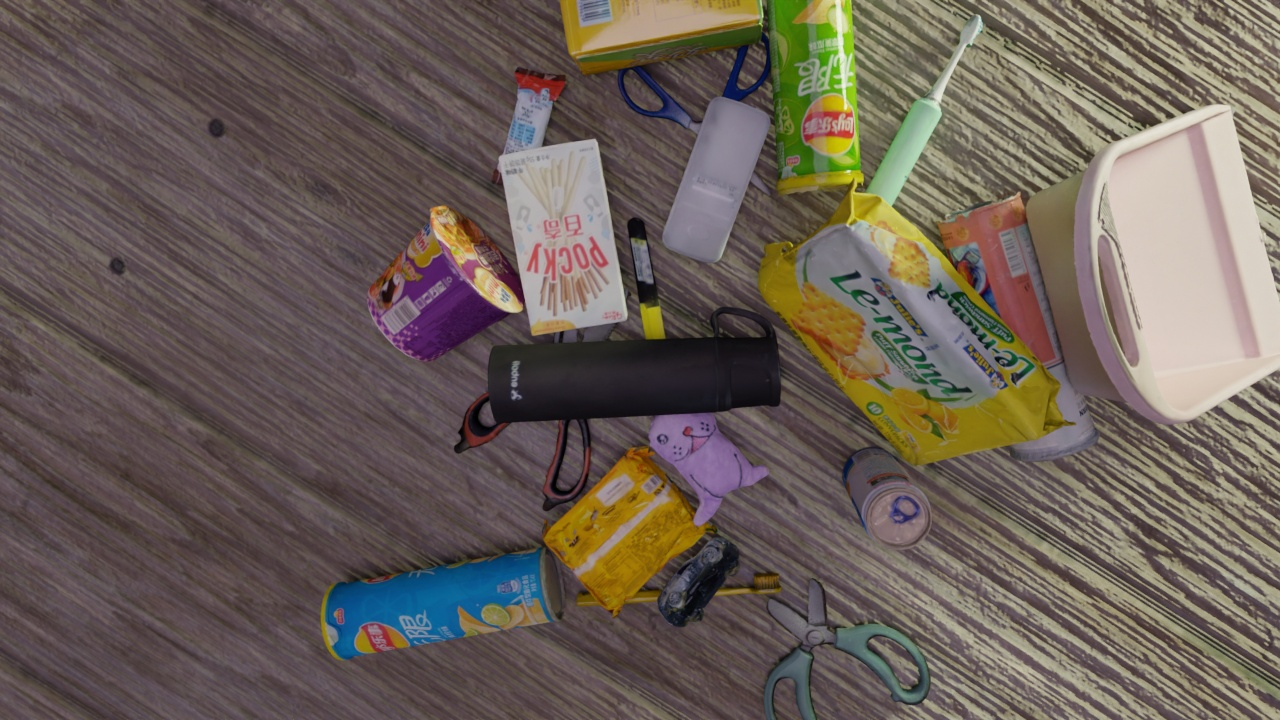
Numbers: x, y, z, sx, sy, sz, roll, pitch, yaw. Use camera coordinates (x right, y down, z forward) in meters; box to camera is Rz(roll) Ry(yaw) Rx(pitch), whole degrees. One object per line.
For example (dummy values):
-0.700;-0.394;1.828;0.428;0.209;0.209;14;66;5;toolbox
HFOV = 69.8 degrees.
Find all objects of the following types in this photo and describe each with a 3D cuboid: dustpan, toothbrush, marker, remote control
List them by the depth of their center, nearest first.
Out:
0.408;-0.067;0.676;0.273;0.139;0.222;-20;93;-8;dustpan
0.226;-0.184;0.770;0.026;0.027;0.225;33;101;33;toothbrush
0.064;-0.153;0.783;0.056;0.020;0.136;19;103;-1;remote control
0.005;-0.065;0.813;0.018;0.015;0.124;-10;96;5;marker
0.035;0.213;0.850;0.190;0.015;0.016;-6;92;6;toothbrush

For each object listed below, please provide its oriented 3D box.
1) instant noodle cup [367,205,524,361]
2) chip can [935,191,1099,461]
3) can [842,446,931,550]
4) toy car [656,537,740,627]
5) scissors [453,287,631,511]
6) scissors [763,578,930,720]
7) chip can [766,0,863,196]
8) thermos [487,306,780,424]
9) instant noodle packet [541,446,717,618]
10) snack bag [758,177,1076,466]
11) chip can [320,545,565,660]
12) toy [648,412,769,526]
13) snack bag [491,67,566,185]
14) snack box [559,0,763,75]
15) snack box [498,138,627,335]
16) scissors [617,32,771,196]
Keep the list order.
-0.171;-0.059;0.788;0.099;0.111;0.111;-37;94;18;instant noodle cup
0.313;-0.028;0.762;0.071;0.071;0.215;-19;96;7;chip can
0.202;0.112;0.760;0.053;0.134;0.053;1;98;5;can
0.052;0.197;0.822;0.090;0.034;0.043;-51;131;-2;toy car
-0.080;0.030;0.833;0.226;0.015;0.189;-29;95;9;scissors
0.170;0.294;0.849;0.170;0.019;0.181;33;101;-2;scissors
0.139;-0.249;0.745;0.072;0.072;0.221;-5;98;5;chip can
-0.005;0.005;0.789;0.242;0.068;0.090;-4;73;3;thermos
-0.011;0.151;0.829;0.128;0.044;0.111;-41;92;4;instant noodle packet
0.210;-0.022;0.738;0.246;0.158;0.068;47;66;-3;snack bag
-0.179;0.221;0.841;0.210;0.071;0.071;-12;97;7;chip can
0.050;0.083;0.814;0.083;0.039;0.108;-38;90;-14;toy
-0.098;-0.200;0.796;0.048;0.026;0.104;13;100;5;snack bag
0.007;-0.351;0.738;0.158;0.070;0.210;-9;93;6;snack box
-0.065;-0.104;0.788;0.085;0.027;0.157;-9;100;1;snack box
0.052;-0.207;0.790;0.162;0.012;0.173;23;101;0;scissors
